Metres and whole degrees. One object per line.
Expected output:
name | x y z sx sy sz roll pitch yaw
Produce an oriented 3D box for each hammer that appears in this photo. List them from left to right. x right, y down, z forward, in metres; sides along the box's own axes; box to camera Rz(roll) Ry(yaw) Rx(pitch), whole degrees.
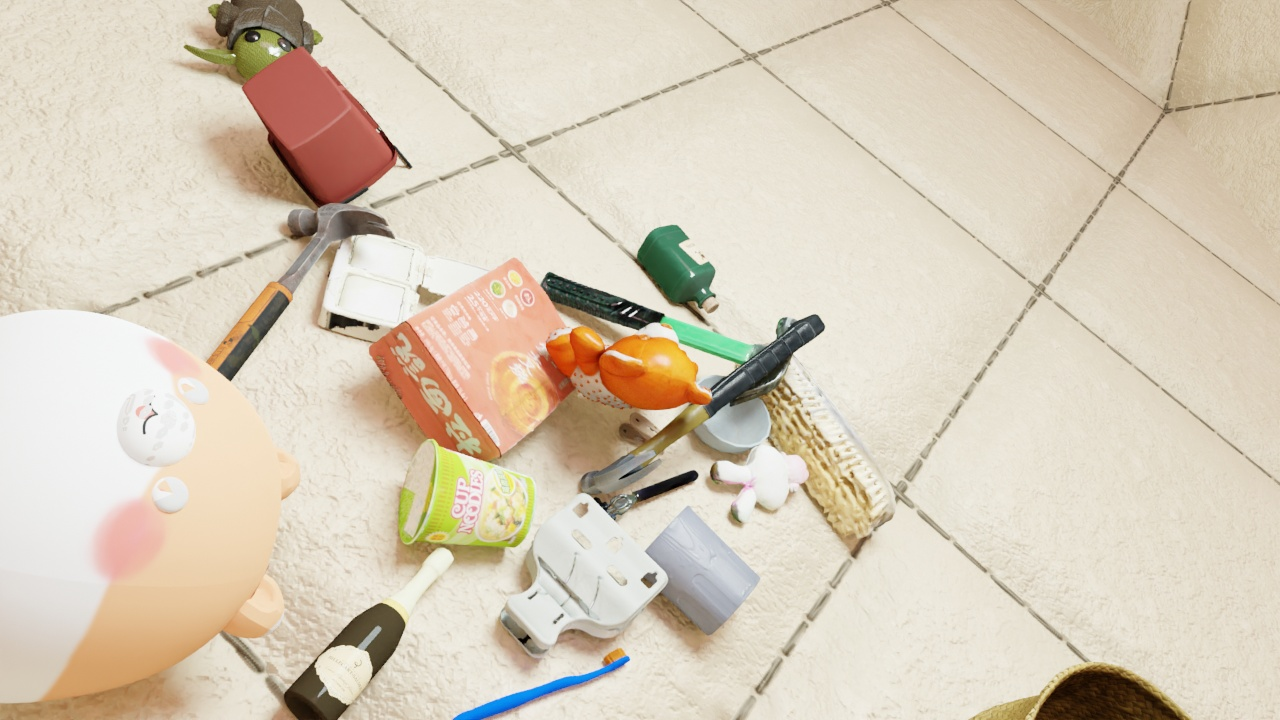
hammer | -0.365 -0.053 0.926 0.138 0.035 0.313 1 46 21
hammer | 0.026 -0.041 1.115 0.319 0.032 0.130 20 63 9
hammer | 0.083 0.042 1.001 0.332 0.118 0.025 -35 94 -26

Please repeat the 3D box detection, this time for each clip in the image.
clip | -0.066 0.220 0.878 0.126 0.096 0.152 42 65 15
clip | 0.001 0.088 1.055 0.061 0.041 0.024 41 41 -19

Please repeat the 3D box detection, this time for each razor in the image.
razor | 0.012 0.144 1.004 0.144 0.022 0.043 -17 63 -39

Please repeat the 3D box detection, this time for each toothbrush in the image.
toothbrush | -0.086 0.291 0.821 0.182 0.016 0.018 -8 51 -35

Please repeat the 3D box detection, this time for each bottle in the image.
bottle | -0.220 0.226 0.780 0.045 0.046 0.184 36 43 4
bottle | 0.059 -0.117 1.237 0.061 0.061 0.131 -19 63 -42

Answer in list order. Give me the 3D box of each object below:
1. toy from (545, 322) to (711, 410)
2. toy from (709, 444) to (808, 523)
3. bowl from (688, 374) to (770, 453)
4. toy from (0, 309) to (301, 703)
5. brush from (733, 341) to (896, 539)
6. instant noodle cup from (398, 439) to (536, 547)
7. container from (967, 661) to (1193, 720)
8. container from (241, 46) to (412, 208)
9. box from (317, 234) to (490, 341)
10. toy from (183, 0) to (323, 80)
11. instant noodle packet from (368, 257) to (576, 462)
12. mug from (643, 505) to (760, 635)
toy | -0.006 0.006 0.966 0.163 0.173 0.092 21 83 -26
toy | 0.142 0.139 1.065 0.122 0.038 0.079 -13 81 -24
bowl | 0.101 0.071 1.108 0.106 0.039 0.106 16 46 -17
toy | -0.384 0.102 0.645 0.280 0.267 0.262 22 44 -33
brush | 0.209 0.092 1.119 0.056 0.083 0.271 -14 60 -38
instant noodle cup | -0.161 0.133 0.869 0.108 0.099 0.098 16 45 -27
container | 0.405 0.457 0.823 0.306 0.197 0.306 16 44 -16
container | -0.367 -0.260 1.100 0.127 0.201 0.148 -38 73 -8
box | -0.257 -0.081 1.034 0.183 0.050 0.143 13 46 -18
toy | -0.484 -0.421 1.187 0.179 0.078 0.152 7 50 -28
instant noodle packet | -0.148 -0.008 0.973 0.164 0.084 0.220 56 42 -7
mug | 0.063 0.209 0.944 0.104 0.084 0.123 43 17 10
